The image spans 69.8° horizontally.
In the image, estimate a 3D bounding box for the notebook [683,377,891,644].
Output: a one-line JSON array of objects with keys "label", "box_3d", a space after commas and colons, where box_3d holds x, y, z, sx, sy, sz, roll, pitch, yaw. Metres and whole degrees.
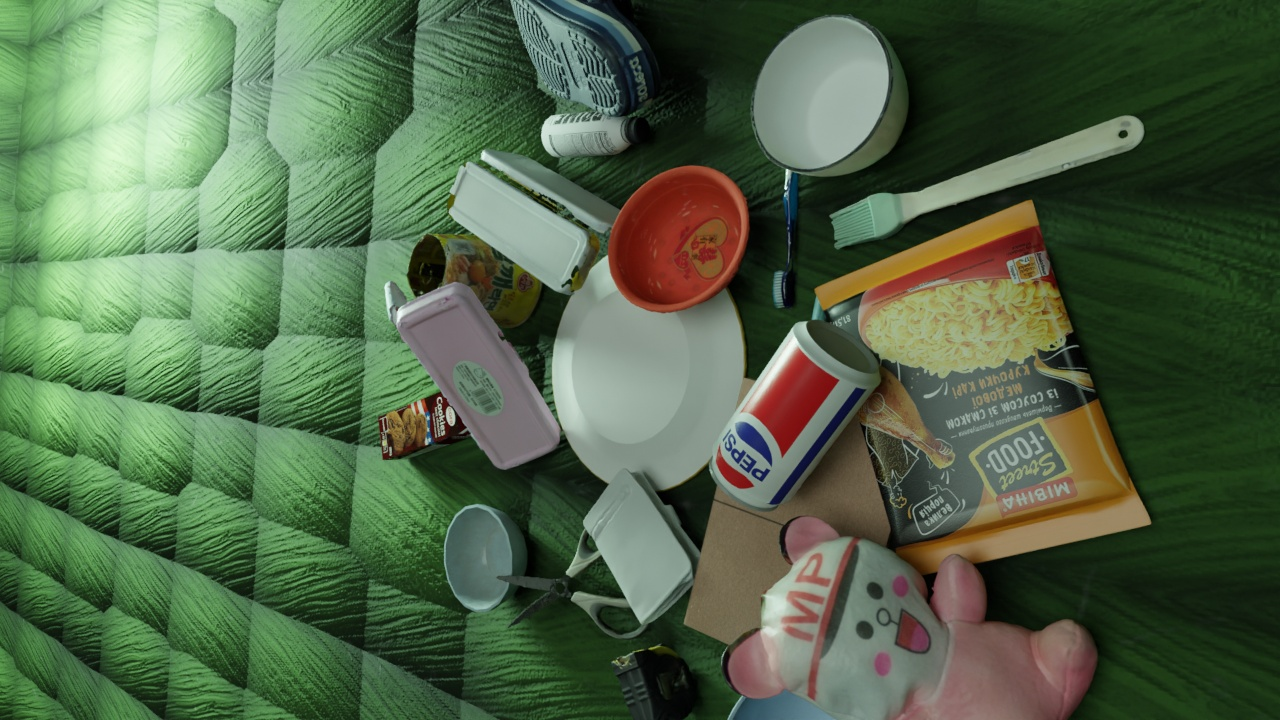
[{"label": "notebook", "box_3d": [0.118, 0.132, 0.706, 0.141, 0.008, 0.209, 17, 98, 30]}]

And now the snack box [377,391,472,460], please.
[{"label": "snack box", "box_3d": [-0.235, 0.071, 1.017, 0.141, 0.031, 0.051, -20, 74, 38]}]

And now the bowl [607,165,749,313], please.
[{"label": "bowl", "box_3d": [0.039, -0.095, 0.772, 0.131, 0.045, 0.130, -10, 69, 28]}]

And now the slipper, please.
[{"label": "slipper", "box_3d": [-0.041, -0.294, 0.840, 0.095, 0.105, 0.252, -31, 43, -9]}]

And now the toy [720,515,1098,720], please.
[{"label": "toy", "box_3d": [0.170, 0.192, 0.591, 0.213, 0.084, 0.141, 19, 69, 19]}]

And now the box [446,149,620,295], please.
[{"label": "box", "box_3d": [-0.092, -0.134, 0.877, 0.210, 0.080, 0.084, 36, 109, 37]}]

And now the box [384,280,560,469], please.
[{"label": "box", "box_3d": [-0.160, 0.004, 0.881, 0.101, 0.201, 0.103, -24, 33, 7]}]

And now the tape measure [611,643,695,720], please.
[{"label": "tape measure", "box_3d": [0.017, 0.272, 0.765, 0.038, 0.062, 0.067, -36, 64, 33]}]

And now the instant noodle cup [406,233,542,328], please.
[{"label": "instant noodle cup", "box_3d": [-0.168, -0.087, 0.919, 0.102, 0.108, 0.102, -3, 85, 43]}]

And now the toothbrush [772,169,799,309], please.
[{"label": "toothbrush", "box_3d": [0.118, -0.135, 0.738, 0.017, 0.016, 0.189, 0, 87, 51]}]

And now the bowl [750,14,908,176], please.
[{"label": "bowl", "box_3d": [0.147, -0.190, 0.683, 0.117, 0.065, 0.116, -4, 84, 40]}]

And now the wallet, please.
[{"label": "wallet", "box_3d": [0.002, 0.158, 0.797, 0.086, 0.032, 0.116, -49, 58, 26]}]

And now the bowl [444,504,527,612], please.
[{"label": "bowl", "box_3d": [-0.151, 0.198, 0.931, 0.106, 0.039, 0.106, -4, 85, 41]}]

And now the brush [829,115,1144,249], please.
[{"label": "brush", "box_3d": [0.232, -0.123, 0.641, 0.218, 0.012, 0.033, -16, 77, 38]}]

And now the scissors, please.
[{"label": "scissors", "box_3d": [-0.057, 0.205, 0.847, 0.157, 0.012, 0.169, 31, 96, 28]}]

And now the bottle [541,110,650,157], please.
[{"label": "bottle", "box_3d": [-0.041, -0.214, 0.863, 0.116, 0.041, 0.041, 8, 92, 41]}]

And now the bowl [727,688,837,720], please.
[{"label": "bowl", "box_3d": [0.132, 0.290, 0.641, 0.151, 0.075, 0.150, -5, 63, 10]}]

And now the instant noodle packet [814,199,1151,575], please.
[{"label": "instant noodle packet", "box_3d": [0.221, 0.022, 0.623, 0.160, 0.032, 0.220, -23, 73, 31]}]

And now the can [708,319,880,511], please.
[{"label": "can", "box_3d": [0.108, 0.040, 0.655, 0.070, 0.070, 0.132, 50, 123, 32]}]

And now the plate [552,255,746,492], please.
[{"label": "plate", "box_3d": [-0.005, 0.005, 0.829, 0.230, 0.021, 0.229, -4, 85, 41]}]

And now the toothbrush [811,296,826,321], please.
[{"label": "toothbrush", "box_3d": [0.131, 0.032, 0.714, 0.017, 0.016, 0.180, 10, 94, 40]}]
